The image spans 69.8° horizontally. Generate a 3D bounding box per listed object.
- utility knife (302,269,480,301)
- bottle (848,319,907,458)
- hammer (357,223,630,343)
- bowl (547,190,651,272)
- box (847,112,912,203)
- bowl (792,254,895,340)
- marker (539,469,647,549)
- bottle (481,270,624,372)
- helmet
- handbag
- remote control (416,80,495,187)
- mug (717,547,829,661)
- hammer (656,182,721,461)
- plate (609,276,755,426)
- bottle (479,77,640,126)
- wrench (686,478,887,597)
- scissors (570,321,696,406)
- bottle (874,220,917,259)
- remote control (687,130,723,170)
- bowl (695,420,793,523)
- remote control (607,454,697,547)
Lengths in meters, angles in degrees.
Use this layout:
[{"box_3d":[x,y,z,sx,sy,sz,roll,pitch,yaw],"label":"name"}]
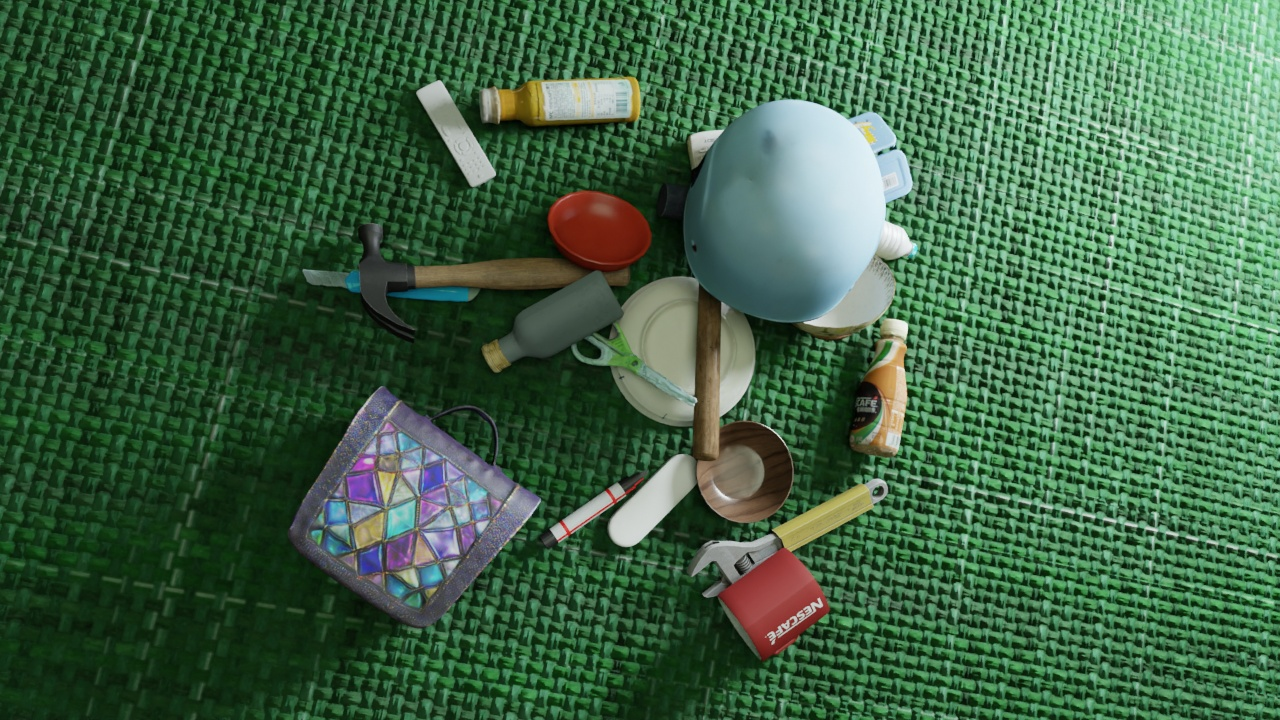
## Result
[{"box_3d":[-0.280,-0.087,1.041,0.198,0.015,0.031,5,78,-14],"label":"utility knife"},{"box_3d":[0.298,0.033,1.122,0.059,0.059,0.167,14,81,-10],"label":"bottle"},{"box_3d":[-0.161,-0.093,1.048,0.305,0.040,0.132,-3,71,-16],"label":"hammer"},{"box_3d":[-0.050,-0.144,1.067,0.122,0.035,0.121,9,49,-11],"label":"bowl"},{"box_3d":[0.238,-0.234,1.153,0.209,0.039,0.126,-23,89,-15],"label":"box"},{"box_3d":[0.229,-0.071,1.104,0.145,0.063,0.145,-6,49,6],"label":"bowl"},{"box_3d":[-0.051,0.168,1.056,0.145,0.019,0.019,-33,91,-13],"label":"marker"},{"box_3d":[-0.102,-0.038,1.040,0.161,0.072,0.046,-29,60,1],"label":"bottle"},{"box_3d":[0.172,-0.183,1.016,0.225,0.167,0.265,13,63,-9],"label":"helmet"},{"box_3d":[-0.231,0.145,0.969,0.205,0.126,0.221,37,77,-5],"label":"handbag"},{"box_3d":[-0.216,-0.265,1.077,0.033,0.012,0.131,-31,90,-11],"label":"remote control"},{"box_3d":[0.157,0.289,1.055,0.096,0.080,0.116,-33,127,-9],"label":"mug"},{"box_3d":[0.081,-0.044,1.063,0.129,0.040,0.321,6,79,-16],"label":"hammer"},{"box_3d":[0.054,-0.013,1.091,0.182,0.034,0.182,1,83,-11],"label":"plate"},{"box_3d":[-0.096,-0.305,1.086,0.186,0.053,0.053,-6,85,-12],"label":"bottle"},{"box_3d":[0.180,0.204,1.088,0.273,0.018,0.084,-25,117,-15],"label":"wrench"},{"box_3d":[-0.006,0.005,1.050,0.174,0.033,0.065,35,80,17],"label":"scissors"},{"box_3d":[0.287,-0.157,1.142,0.136,0.044,0.044,16,80,-24],"label":"bottle"},{"box_3d":[0.097,-0.215,1.128,0.060,0.025,0.138,-9,85,-12],"label":"remote control"},{"box_3d":[0.120,0.132,1.088,0.119,0.032,0.119,1,83,-11],"label":"bowl"},{"box_3d":[0.016,0.163,1.073,0.136,0.013,0.043,-43,93,-13],"label":"remote control"}]
